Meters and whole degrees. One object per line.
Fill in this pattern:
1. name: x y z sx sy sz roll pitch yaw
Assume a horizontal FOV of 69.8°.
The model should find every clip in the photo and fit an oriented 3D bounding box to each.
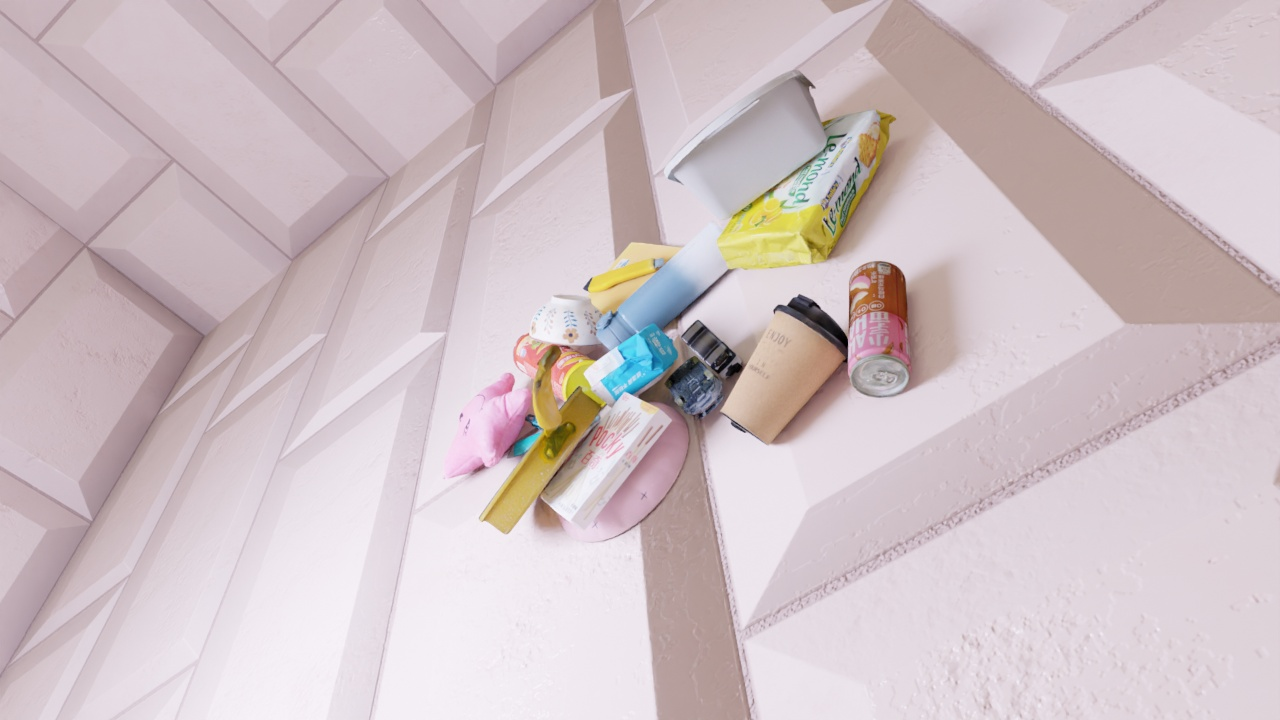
1. clip: -0.143 0.087 1.278 0.014 0.046 0.057 -53 29 -13

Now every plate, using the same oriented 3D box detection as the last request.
1. plate: -0.031 0.120 1.070 0.193 0.039 0.192 -32 31 22

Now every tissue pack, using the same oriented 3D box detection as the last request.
1. tissue pack: -0.007 0.007 1.126 0.090 0.063 0.140 -36 0 13

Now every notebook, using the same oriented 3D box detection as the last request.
1. notebook: -0.005 -0.119 1.377 0.145 0.010 0.206 -52 29 -12

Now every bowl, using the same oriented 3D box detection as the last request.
1. bowl: -0.099 -0.060 1.305 0.113 0.113 0.062 24 111 60

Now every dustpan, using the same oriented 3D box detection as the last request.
1. dustpan: 0.123 -0.299 1.175 0.223 0.142 0.257 -35 30 16

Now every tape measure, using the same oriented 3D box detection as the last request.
1. tape measure: 0.085 -0.009 1.060 0.033 0.066 0.066 -46 55 5

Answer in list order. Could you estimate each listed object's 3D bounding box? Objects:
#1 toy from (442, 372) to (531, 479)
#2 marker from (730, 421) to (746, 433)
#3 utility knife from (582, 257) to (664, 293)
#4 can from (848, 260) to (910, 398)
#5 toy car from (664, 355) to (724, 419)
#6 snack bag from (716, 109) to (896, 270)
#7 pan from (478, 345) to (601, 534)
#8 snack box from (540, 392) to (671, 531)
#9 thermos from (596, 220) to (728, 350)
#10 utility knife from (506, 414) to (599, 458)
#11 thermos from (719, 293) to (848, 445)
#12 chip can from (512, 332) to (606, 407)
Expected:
1. toy: -0.220 0.102 1.296 0.178 0.074 0.194 -53 22 -2
2. marker: 0.145 0.025 0.987 0.130 0.022 0.018 -47 35 -9
3. utility knife: -0.024 -0.128 1.384 0.174 0.015 0.033 -12 48 44
4. can: 0.235 -0.034 0.907 0.058 0.058 0.147 -25 35 32
5. toy car: 0.063 0.031 1.070 0.054 0.037 0.120 -44 19 3
6. snack bag: 0.210 -0.210 1.158 0.158 0.068 0.246 1 52 53
7. pan: -0.109 0.079 1.021 0.197 0.078 0.358 -54 1 -28
8. snack box: -0.039 0.110 1.023 0.156 0.027 0.085 -51 29 -9
9. thermos: 0.036 -0.091 1.228 0.220 0.070 0.070 -42 29 3
10. utility knife: -0.118 0.101 1.235 0.161 0.013 0.029 -23 38 30
11. thermos: 0.146 0.012 0.937 0.143 0.093 0.093 -53 29 -2
12. chip can: -0.113 0.013 1.282 0.073 0.073 0.217 -49 28 -9
